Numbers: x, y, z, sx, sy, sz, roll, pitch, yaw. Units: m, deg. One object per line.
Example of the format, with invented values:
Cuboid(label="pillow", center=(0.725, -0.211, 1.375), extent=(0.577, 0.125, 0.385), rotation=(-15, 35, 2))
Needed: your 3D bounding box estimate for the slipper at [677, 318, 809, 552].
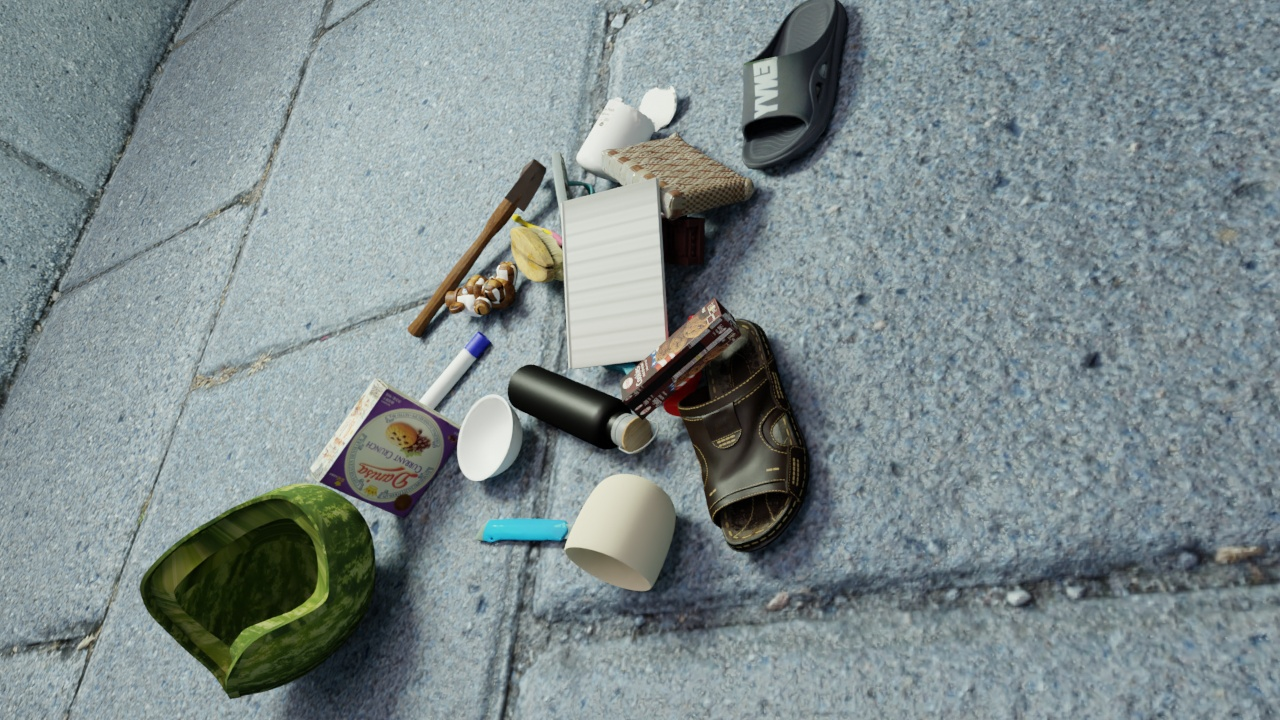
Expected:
Cuboid(label="slipper", center=(0.099, 0.063, 0.931), extent=(0.113, 0.075, 0.267), rotation=(-24, 50, 27))

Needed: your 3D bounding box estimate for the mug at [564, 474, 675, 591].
Cuboid(label="mug", center=(-0.023, 0.171, 0.951), extent=(0.120, 0.096, 0.099), rotation=(-4, 50, 43))

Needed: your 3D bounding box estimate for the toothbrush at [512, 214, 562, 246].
Cuboid(label="toothbrush", center=(-0.149, -0.189, 1.342), extent=(0.021, 0.016, 0.135), rotation=(-53, 46, -3))

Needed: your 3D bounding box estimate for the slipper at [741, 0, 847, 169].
Cuboid(label="slipper", center=(0.184, -0.359, 1.127), extent=(0.111, 0.083, 0.267), rotation=(2, 64, 38))

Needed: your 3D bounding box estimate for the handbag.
Cuboid(label="handbag", center=(0.044, -0.229, 1.149), extent=(0.124, 0.047, 0.186), rotation=(-16, 37, -24))

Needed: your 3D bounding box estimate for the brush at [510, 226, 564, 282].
Cuboid(label="brush", center=(-0.143, -0.148, 1.262), extent=(0.195, 0.043, 0.059), rotation=(-136, 43, -60))

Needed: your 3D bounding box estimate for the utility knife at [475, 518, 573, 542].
Cuboid(label="utility knife", center=(-0.120, 0.200, 1.069), extent=(0.206, 0.015, 0.031), rotation=(-8, 60, 41))

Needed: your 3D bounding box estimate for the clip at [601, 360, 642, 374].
Cuboid(label="clip", center=(0.007, -0.008, 1.091), extent=(0.114, 0.028, 0.127), rotation=(-46, 43, 10))

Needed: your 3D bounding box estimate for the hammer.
Cuboid(label="hammer", center=(-0.246, -0.163, 1.367), extent=(0.323, 0.033, 0.115), rotation=(-50, 17, 12))

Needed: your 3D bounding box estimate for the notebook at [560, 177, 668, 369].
Cuboid(label="notebook", center=(-0.034, -0.100, 1.097), extent=(0.143, 0.009, 0.209), rotation=(-7, 83, 34))

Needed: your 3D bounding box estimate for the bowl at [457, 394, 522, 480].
Cuboid(label="bowl", center=(-0.182, 0.101, 1.160), extent=(0.110, 0.040, 0.109), rotation=(-19, 62, 40))

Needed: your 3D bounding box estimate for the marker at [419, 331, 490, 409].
Cuboid(label="marker", center=(-0.264, 0.017, 1.300), extent=(0.133, 0.023, 0.027), rotation=(-49, 22, 3))

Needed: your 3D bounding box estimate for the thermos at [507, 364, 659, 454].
Cuboid(label="thermos", center=(-0.066, 0.061, 1.080), extent=(0.232, 0.061, 0.061), rotation=(19, 77, 45))

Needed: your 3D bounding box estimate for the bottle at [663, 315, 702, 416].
Cuboid(label="bottle", center=(0.053, 0.004, 1.036), extent=(0.036, 0.036, 0.118), rotation=(-8, 59, 36))

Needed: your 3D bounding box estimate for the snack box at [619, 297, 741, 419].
Cuboid(label="snack box", center=(0.041, -0.002, 0.984), extent=(0.141, 0.032, 0.051), rotation=(-41, 21, 15))

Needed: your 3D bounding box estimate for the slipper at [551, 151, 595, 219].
Cuboid(label="slipper", center=(-0.077, -0.165, 1.228), extent=(0.055, 0.098, 0.268), rotation=(-9, 62, -1))

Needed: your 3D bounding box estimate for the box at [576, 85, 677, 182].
Cuboid(label="box", center=(-0.017, -0.325, 1.275), extent=(0.083, 0.092, 0.166), rotation=(32, 95, 50))

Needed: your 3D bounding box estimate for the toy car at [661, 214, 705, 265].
Cuboid(label="toy car", center=(0.001, -0.154, 1.145), extent=(0.170, 0.061, 0.070), rotation=(14, 110, 44))

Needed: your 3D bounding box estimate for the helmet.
Cuboid(label="helmet", center=(-0.445, 0.277, 1.133), extent=(0.213, 0.244, 0.246), rotation=(35, 58, 19))

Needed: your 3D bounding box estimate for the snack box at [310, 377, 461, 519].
Cuboid(label="snack box", center=(-0.328, 0.118, 1.201), extent=(0.040, 0.143, 0.148), rotation=(32, 86, 46))

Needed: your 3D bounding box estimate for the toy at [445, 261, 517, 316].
Cuboid(label="toy", center=(-0.228, -0.095, 1.312), extent=(0.113, 0.067, 0.087), rotation=(-2, 37, 25))
